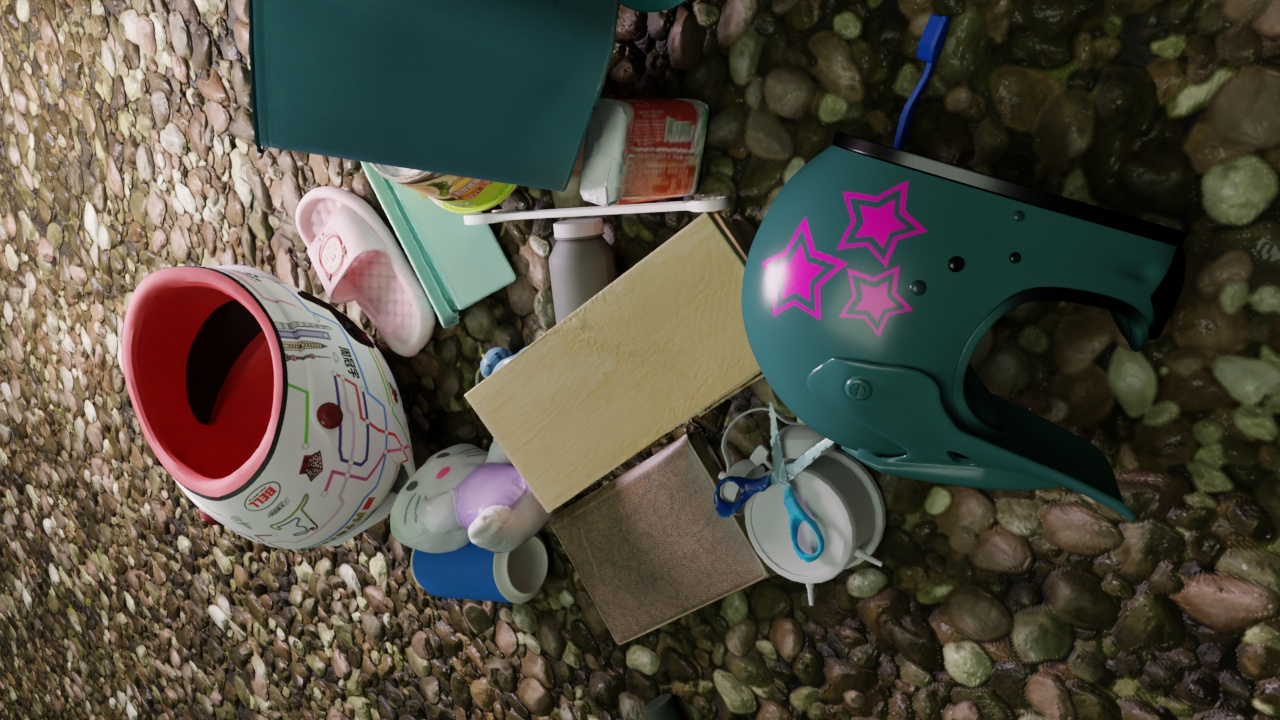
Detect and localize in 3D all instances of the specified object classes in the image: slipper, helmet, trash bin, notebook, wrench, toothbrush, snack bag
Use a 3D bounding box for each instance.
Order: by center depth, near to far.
[{"bbox_3d":[0.197,-0.017,0.585,0.275,0.176,0.200,21,107,14],"label":"helmet"},{"bbox_3d":[-0.137,-0.237,0.648,0.218,0.198,0.197,13,147,-13],"label":"trash bin"},{"bbox_3d":[0.181,-0.148,0.651,0.011,0.016,0.187,29,122,28],"label":"toothbrush"},{"bbox_3d":[0.005,-0.163,0.709,0.036,0.115,0.077,23,116,33],"label":"snack bag"},{"bbox_3d":[-0.047,-0.131,0.804,0.274,0.047,0.009,3,107,33],"label":"wrench"},{"bbox_3d":[0.003,0.155,0.866,0.216,0.034,0.190,-37,81,38],"label":"notebook"},{"bbox_3d":[-0.379,0.051,0.981,0.231,0.236,0.314,-38,72,11],"label":"helmet"},{"bbox_3d":[-0.299,-0.097,0.988,0.221,0.055,0.107,49,125,11],"label":"slipper"}]

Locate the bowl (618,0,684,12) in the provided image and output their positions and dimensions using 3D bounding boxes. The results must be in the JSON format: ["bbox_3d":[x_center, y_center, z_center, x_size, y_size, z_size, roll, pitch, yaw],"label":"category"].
[{"bbox_3d":[0.021,-0.324,0.686,0.121,0.046,0.121,12,112,32],"label":"bowl"}]

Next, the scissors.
[{"bbox_3d":[0.102,0.096,0.718,0.127,0.014,0.127,-3,98,38],"label":"scissors"}]

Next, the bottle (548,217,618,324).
[{"bbox_3d":[-0.049,-0.069,0.813,0.060,0.060,0.108,5,108,35],"label":"bottle"}]

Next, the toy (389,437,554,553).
[{"bbox_3d":[-0.162,0.137,0.915,0.210,0.137,0.085,-5,128,49],"label":"toy"}]

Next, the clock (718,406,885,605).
[{"bbox_3d":[0.129,0.109,0.749,0.120,0.060,0.159,-43,74,36],"label":"clock"}]

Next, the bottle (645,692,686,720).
[{"bbox_3d":[0.047,0.395,0.916,0.033,0.032,0.123,-30,87,38],"label":"bottle"}]

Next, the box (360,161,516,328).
[{"bbox_3d":[-0.205,-0.136,0.924,0.113,0.078,0.187,-30,88,10],"label":"box"}]

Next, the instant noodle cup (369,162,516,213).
[{"bbox_3d":[-0.175,-0.208,0.814,0.146,0.097,0.146,0,91,30],"label":"instant noodle cup"}]

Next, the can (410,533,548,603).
[{"bbox_3d":[-0.173,0.217,0.986,0.146,0.078,0.079,-8,101,37],"label":"can"}]

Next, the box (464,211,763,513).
[{"bbox_3d":[-0.005,0.004,0.737,0.249,0.091,0.128,-35,80,17],"label":"box"}]

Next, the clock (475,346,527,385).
[{"bbox_3d":[-0.113,0.030,0.898,0.125,0.051,0.089,2,108,35],"label":"clock"}]
